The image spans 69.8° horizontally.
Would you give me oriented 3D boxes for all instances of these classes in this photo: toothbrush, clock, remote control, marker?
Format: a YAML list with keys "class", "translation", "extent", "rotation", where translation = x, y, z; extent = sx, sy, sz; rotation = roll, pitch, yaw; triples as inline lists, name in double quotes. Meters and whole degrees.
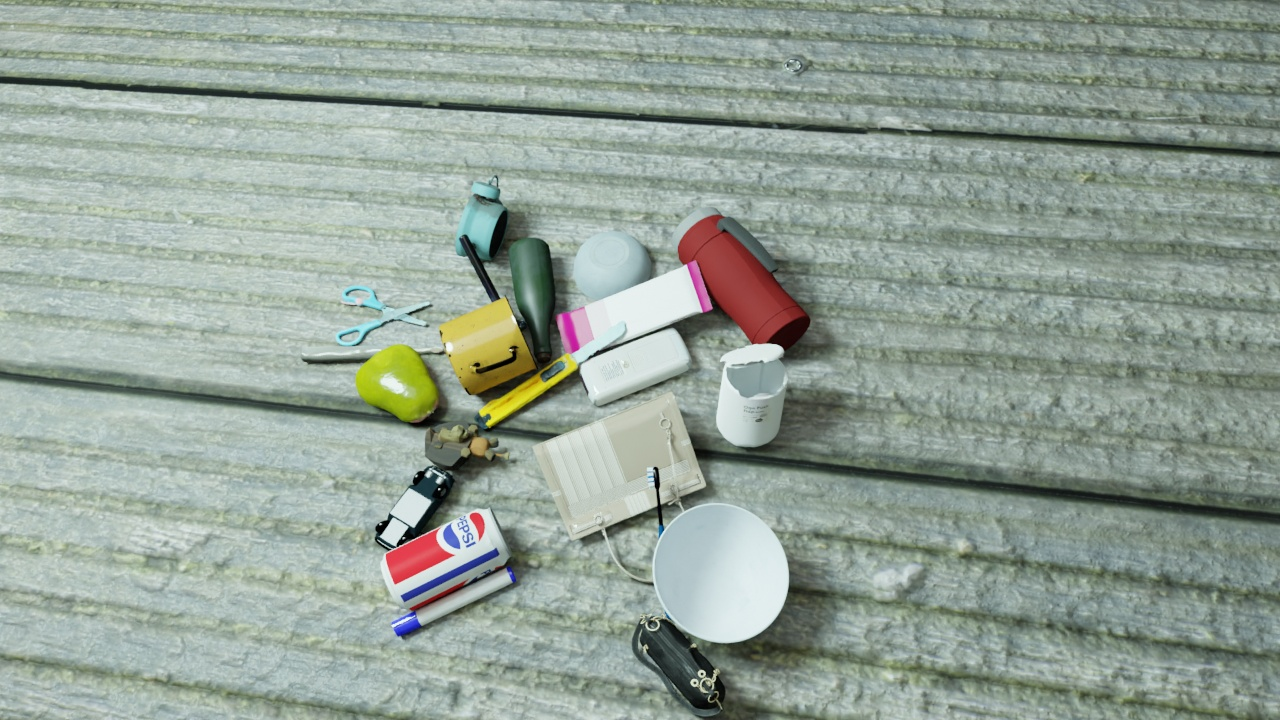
- class: "toothbrush"
  translation: [0.023, 0.202, 1.017]
  extent: [0.014, 0.014, 0.167]
  rotation: [-7, 81, 9]
- class: "clock"
  translation: [-0.210, -0.191, 1.240]
  extent: [0.053, 0.090, 0.124]
  rotation: [19, 75, 2]
- class: "toothbrush"
  translation: [-0.349, -0.011, 1.192]
  extent: [0.185, 0.024, 0.022]
  rotation: [-3, 100, 3]
- class: "remote control"
  translation: [-0.007, 0.007, 1.149]
  extent: [0.138, 0.025, 0.060]
  rotation: [-22, 62, -4]
- class: "marker"
  translation: [-0.208, 0.269, 1.027]
  extent: [0.141, 0.020, 0.020]
  rotation: [-24, 62, -8]

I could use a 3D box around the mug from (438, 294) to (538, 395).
- class: "mug"
  translation: [-0.187, -0.012, 1.126]
  extent: [0.094, 0.100, 0.123]
  rotation: [-24, 25, -6]

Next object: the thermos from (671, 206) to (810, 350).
- class: "thermos"
  translation: [0.127, -0.108, 1.153]
  extent: [0.083, 0.108, 0.198]
  rotation: [-22, 62, -29]

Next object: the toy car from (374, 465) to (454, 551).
- class: "toy car"
  translation: [-0.264, 0.175, 1.076]
  extent: [0.046, 0.034, 0.112]
  rotation: [26, 66, 17]

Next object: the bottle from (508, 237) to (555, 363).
- class: "bottle"
  translation: [-0.135, -0.075, 1.190]
  extent: [0.055, 0.055, 0.174]
  rotation: [-10, 62, -1]

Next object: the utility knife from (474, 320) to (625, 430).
- class: "utility knife"
  translation: [-0.111, 0.017, 1.145]
  extent: [0.223, 0.019, 0.030]
  rotation: [-33, 66, -6]

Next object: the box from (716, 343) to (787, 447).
- class: "box"
  translation: [0.128, 0.030, 1.060]
  extent: [0.080, 0.143, 0.089]
  rotation: [-1, 50, -2]

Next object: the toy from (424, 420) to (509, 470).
- class: "toy"
  translation: [-0.207, 0.103, 1.098]
  extent: [0.100, 0.063, 0.076]
  rotation: [9, 40, -2]

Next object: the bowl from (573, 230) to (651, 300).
- class: "bowl"
  translation: [-0.039, -0.132, 1.219]
  extent: [0.106, 0.039, 0.106]
  rotation: [-2, 61, 4]

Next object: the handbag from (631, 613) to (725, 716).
- class: "handbag"
  translation: [0.040, 0.312, 0.947]
  extent: [0.054, 0.079, 0.128]
  rotation: [-39, 64, -14]

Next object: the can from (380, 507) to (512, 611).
- class: "can"
  translation: [-0.216, 0.221, 1.026]
  extent: [0.132, 0.070, 0.070]
  rotation: [-25, 62, -9]

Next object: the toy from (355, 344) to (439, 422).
- class: "toy"
  translation: [-0.301, 0.033, 1.147]
  extent: [0.090, 0.051, 0.110]
  rotation: [-40, 68, -13]

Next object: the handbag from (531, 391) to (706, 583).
- class: "handbag"
  translation: [-0.007, 0.161, 1.059]
  extent: [0.175, 0.062, 0.197]
  rotation: [-21, 70, -6]

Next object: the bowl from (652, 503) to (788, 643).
- class: "bowl"
  translation: [0.079, 0.233, 0.982]
  extent: [0.144, 0.074, 0.143]
  rotation: [3, 66, -8]

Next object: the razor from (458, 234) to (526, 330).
- class: "razor"
  translation: [-0.198, -0.097, 1.188]
  extent: [0.042, 0.022, 0.144]
  rotation: [-28, 95, -11]

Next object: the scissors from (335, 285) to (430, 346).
- class: "scissors"
  translation: [-0.350, -0.052, 1.220]
  extent: [0.141, 0.015, 0.111]
  rotation: [15, 64, 19]

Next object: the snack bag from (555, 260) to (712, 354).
- class: "snack bag"
  translation: [-0.010, -0.060, 1.162]
  extent: [0.197, 0.016, 0.070]
  rotation: [-21, 75, 11]
